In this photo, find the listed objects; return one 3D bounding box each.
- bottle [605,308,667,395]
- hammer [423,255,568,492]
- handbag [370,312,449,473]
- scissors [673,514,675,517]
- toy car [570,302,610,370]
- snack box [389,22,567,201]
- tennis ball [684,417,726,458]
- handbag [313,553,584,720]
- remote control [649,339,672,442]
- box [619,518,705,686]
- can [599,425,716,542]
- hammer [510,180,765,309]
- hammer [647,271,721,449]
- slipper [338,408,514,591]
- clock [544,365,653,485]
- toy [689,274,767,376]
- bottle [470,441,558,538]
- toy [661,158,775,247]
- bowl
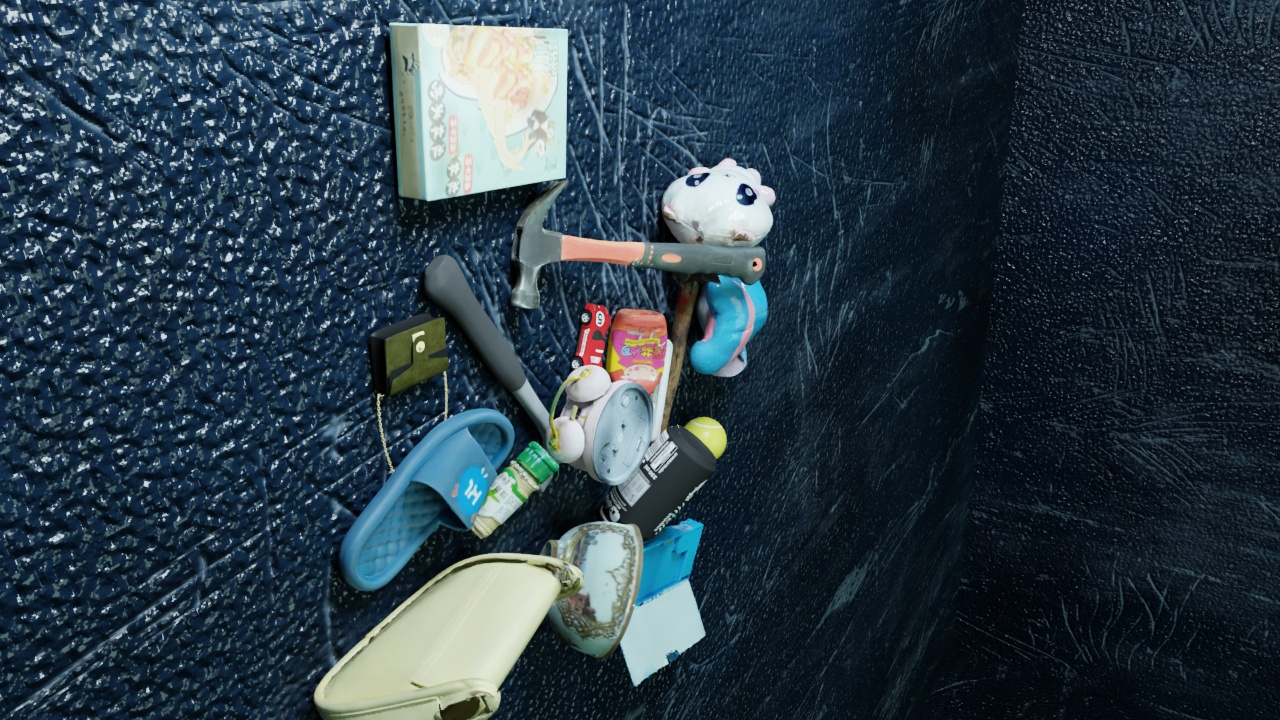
[{"bbox_3d":[-0.007,0.007,1.119,0.071,0.048,0.134,1,103,-24],"label":"bottle"},{"bbox_3d":[-0.135,0.006,0.944,0.124,0.030,0.311,-58,143,-27],"label":"hammer"},{"bbox_3d":[-0.208,0.049,0.850,0.083,0.027,0.178,-29,129,-50],"label":"handbag"},{"bbox_3d":[0.042,0.157,1.274,0.127,0.012,0.123,56,32,-73],"label":"scissors"},{"bbox_3d":[-0.055,-0.020,1.062,0.038,0.025,0.089,9,94,-58],"label":"toy car"},{"bbox_3d":[-0.140,-0.228,0.833,0.193,0.044,0.141,-26,124,-53],"label":"snack box"},{"bbox_3d":[0.089,0.113,1.302,0.065,0.065,0.065,-27,123,-51],"label":"tennis ball"},{"bbox_3d":[-0.170,0.275,0.859,0.232,0.191,0.088,-49,123,-56],"label":"handbag"},{"bbox_3d":[0.012,0.036,1.165,0.022,0.050,0.133,-4,104,-56],"label":"remote control"},{"bbox_3d":[0.018,0.316,1.239,0.243,0.060,0.175,1,87,-64],"label":"box"},{"bbox_3d":[0.022,0.156,1.148,0.146,0.080,0.080,-49,149,10],"label":"can"},{"bbox_3d":[0.011,-0.117,1.016,0.332,0.033,0.133,1,96,-35],"label":"hammer"},{"bbox_3d":[0.038,0.032,1.178,0.033,0.120,0.331,6,105,-18],"label":"hammer"},{"bbox_3d":[-0.192,0.128,0.857,0.213,0.059,0.104,-47,144,-29],"label":"slipper"},{"bbox_3d":[-0.049,0.070,1.015,0.158,0.059,0.116,36,70,-55],"label":"clock"},{"bbox_3d":[0.117,-0.075,1.225,0.191,0.099,0.224,-46,141,-68],"label":"toy"},{"bbox_3d":[-0.136,0.135,0.951,0.110,0.043,0.043,-44,140,-11],"label":"bottle"},{"bbox_3d":[0.105,-0.200,1.162,0.102,0.139,0.179,99,14,-47],"label":"toy"},{"bbox_3d":[-0.070,0.253,1.054,0.094,0.160,0.159,18,84,-15],"label":"bowl"}]
